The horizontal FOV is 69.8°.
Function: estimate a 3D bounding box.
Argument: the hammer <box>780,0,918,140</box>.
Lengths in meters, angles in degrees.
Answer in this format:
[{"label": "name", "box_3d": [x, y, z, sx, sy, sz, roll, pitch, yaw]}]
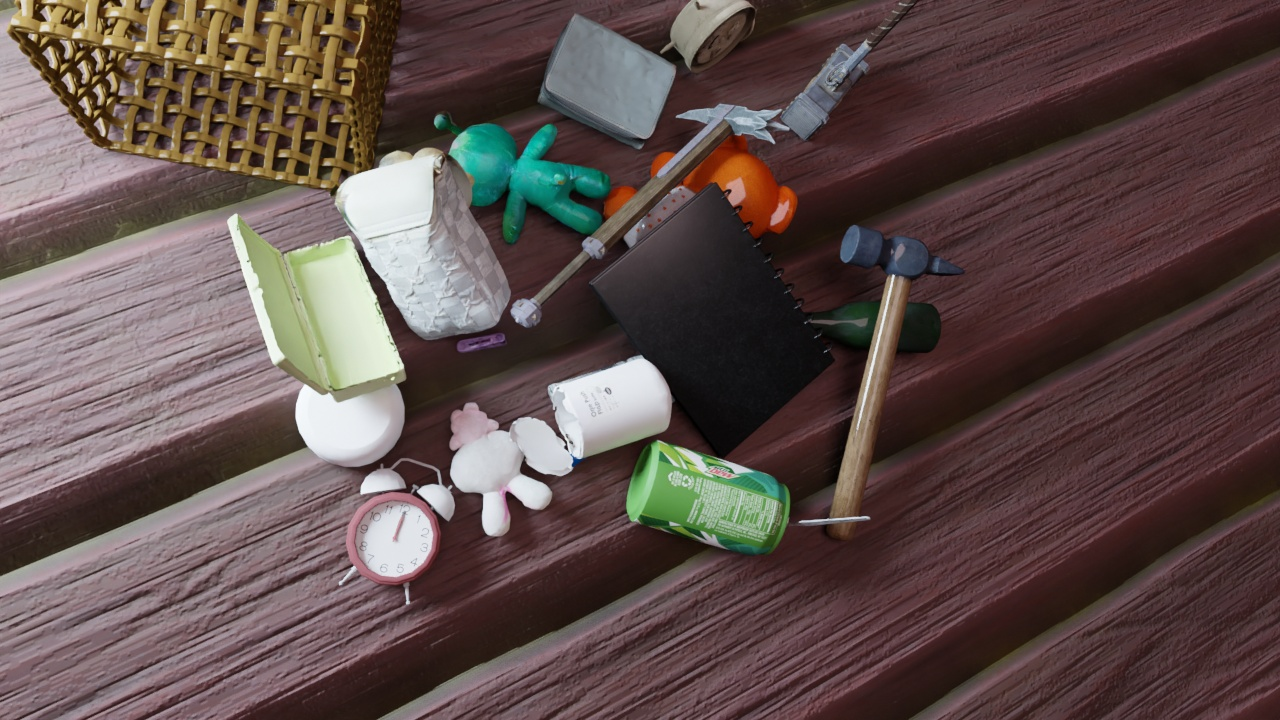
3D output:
[{"label": "hammer", "box_3d": [0.242, -0.329, 0.912, 0.044, 0.323, 0.098, 40, 72, -4]}]

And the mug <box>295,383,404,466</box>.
[{"label": "mug", "box_3d": [-0.267, 0.039, 0.844, 0.094, 0.068, 0.115, -7, 81, -16]}]

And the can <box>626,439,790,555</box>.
[{"label": "can", "box_3d": [0.066, 0.136, 0.901, 0.144, 0.083, 0.083, 18, 75, -10]}]

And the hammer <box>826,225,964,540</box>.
[{"label": "hammer", "box_3d": [0.244, 0.030, 0.956, 0.129, 0.040, 0.322, 13, 91, -11]}]

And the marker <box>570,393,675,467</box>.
[{"label": "marker", "box_3d": [-0.019, 0.070, 0.930, 0.141, 0.013, 0.013, -31, 88, -18]}]

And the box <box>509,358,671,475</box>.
[{"label": "box", "box_3d": [-0.052, 0.059, 0.885, 0.159, 0.092, 0.081, -17, 66, -20]}]

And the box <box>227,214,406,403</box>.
[{"label": "box", "box_3d": [-0.292, -0.046, 0.817, 0.133, 0.061, 0.188, 9, 39, -46]}]

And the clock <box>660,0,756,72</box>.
[{"label": "clock", "box_3d": [0.086, -0.374, 1.013, 0.054, 0.093, 0.140, 50, 46, 6]}]

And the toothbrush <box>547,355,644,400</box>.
[{"label": "toothbrush", "box_3d": [-0.006, 0.006, 0.941, 0.185, 0.022, 0.024, -20, 103, -16]}]

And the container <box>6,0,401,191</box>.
[{"label": "container", "box_3d": [-0.354, -0.306, 0.810, 0.251, 0.220, 0.214, 9, 77, -13]}]

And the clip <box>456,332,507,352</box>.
[{"label": "clip", "box_3d": [-0.153, -0.019, 0.905, 0.050, 0.046, 0.014, -6, 82, -29]}]

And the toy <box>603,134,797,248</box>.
[{"label": "toy", "box_3d": [0.066, -0.152, 0.962, 0.172, 0.093, 0.164, -38, 87, -5]}]

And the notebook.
[{"label": "notebook", "box_3d": [0.081, -0.040, 0.924, 0.169, 0.019, 0.231, -40, 109, -8]}]

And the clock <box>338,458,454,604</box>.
[{"label": "clock", "box_3d": [-0.223, 0.153, 0.845, 0.087, 0.044, 0.124, 19, 76, -10]}]

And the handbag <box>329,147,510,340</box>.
[{"label": "handbag", "box_3d": [-0.192, -0.110, 0.861, 0.113, 0.123, 0.171, -11, 123, 17]}]

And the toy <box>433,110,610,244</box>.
[{"label": "toy", "box_3d": [-0.124, -0.186, 0.921, 0.193, 0.072, 0.130, 17, 84, -9]}]

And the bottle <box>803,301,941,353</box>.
[{"label": "bottle", "box_3d": [0.234, -0.038, 0.995, 0.174, 0.055, 0.055, 2, 78, -11]}]

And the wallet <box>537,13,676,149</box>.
[{"label": "wallet", "box_3d": [-0.035, -0.295, 0.979, 0.131, 0.054, 0.100, 24, 83, -11]}]

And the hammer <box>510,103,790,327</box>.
[{"label": "hammer", "box_3d": [-0.010, -0.146, 0.897, 0.316, 0.147, 0.028, -45, 129, -15]}]

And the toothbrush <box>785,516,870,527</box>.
[{"label": "toothbrush", "box_3d": [0.166, 0.150, 0.872, 0.010, 0.182, 0.010, 24, 71, -14]}]

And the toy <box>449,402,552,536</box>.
[{"label": "toy", "box_3d": [-0.143, 0.100, 0.879, 0.075, 0.037, 0.125, -32, 86, -14]}]
